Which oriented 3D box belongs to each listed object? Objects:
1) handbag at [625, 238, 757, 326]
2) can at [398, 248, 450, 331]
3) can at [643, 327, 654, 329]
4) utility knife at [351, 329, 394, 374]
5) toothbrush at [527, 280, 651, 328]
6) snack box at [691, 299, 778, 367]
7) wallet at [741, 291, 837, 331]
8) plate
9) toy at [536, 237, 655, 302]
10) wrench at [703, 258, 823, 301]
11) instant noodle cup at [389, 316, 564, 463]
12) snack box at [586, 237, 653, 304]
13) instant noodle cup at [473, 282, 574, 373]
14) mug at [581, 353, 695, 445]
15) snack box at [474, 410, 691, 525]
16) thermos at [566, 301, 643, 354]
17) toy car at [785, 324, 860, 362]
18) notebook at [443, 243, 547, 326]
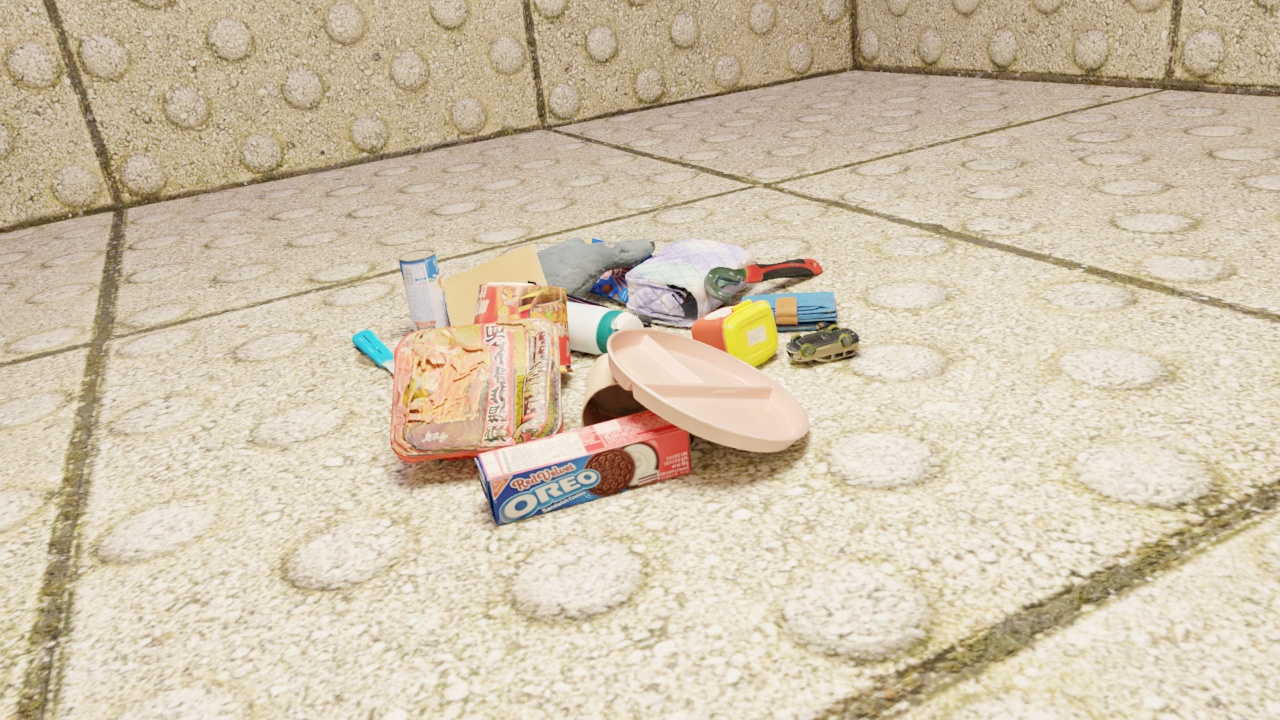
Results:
[{"bbox_3d":[0.074,-0.117,1.364,0.134,0.076,0.193,13,32,31],"label":"handbag"},{"bbox_3d":[-0.313,-0.092,1.338,0.053,0.135,0.053,-5,24,2],"label":"can"},{"bbox_3d":[-0.007,0.007,1.118,0.059,0.058,0.116,2,24,20],"label":"can"},{"bbox_3d":[-0.371,-0.008,1.312,0.034,0.018,0.199,-19,27,-27],"label":"utility knife"},{"bbox_3d":[-0.068,-0.080,1.277,0.189,0.017,0.014,20,-27,-18],"label":"toothbrush"},{"bbox_3d":[0.116,-0.032,1.151,0.091,0.082,0.080,-26,20,-38],"label":"snack box"},{"bbox_3d":[0.203,-0.071,1.267,0.133,0.040,0.106,-3,19,12],"label":"wallet"},{"bbox_3d":[0.068,0.030,0.968,0.229,0.028,0.229,21,19,-8],"label":"plate"},{"bbox_3d":[-0.149,-0.126,1.406,0.357,0.091,0.137,-12,26,23],"label":"toy"},{"bbox_3d":[0.185,-0.127,1.358,0.272,0.016,0.056,-16,60,-44],"label":"wrench"},{"bbox_3d":[-0.176,0.040,1.006,0.189,0.079,0.164,-5,57,1],"label":"instant noodle cup"},{"bbox_3d":[-0.047,-0.142,1.450,0.026,0.084,0.157,29,-6,-41],"label":"snack box"},{"bbox_3d":[-0.152,-0.041,1.151,0.138,0.108,0.138,2,2,0],"label":"instant noodle cup"},{"bbox_3d":[-0.002,0.048,1.010,0.124,0.084,0.103,16,21,-7],"label":"mug"},{"bbox_3d":[-0.056,0.102,0.913,0.207,0.057,0.058,-13,26,-14],"label":"snack box"},{"bbox_3d":[-0.097,-0.048,1.264,0.225,0.073,0.073,11,29,35],"label":"thermos"},{"bbox_3d":[0.224,-0.017,1.136,0.090,0.035,0.042,-12,22,-9],"label":"toy car"},{"bbox_3d":[-0.202,-0.088,1.296,0.148,0.008,0.207,-22,38,-1],"label":"notebook"}]
